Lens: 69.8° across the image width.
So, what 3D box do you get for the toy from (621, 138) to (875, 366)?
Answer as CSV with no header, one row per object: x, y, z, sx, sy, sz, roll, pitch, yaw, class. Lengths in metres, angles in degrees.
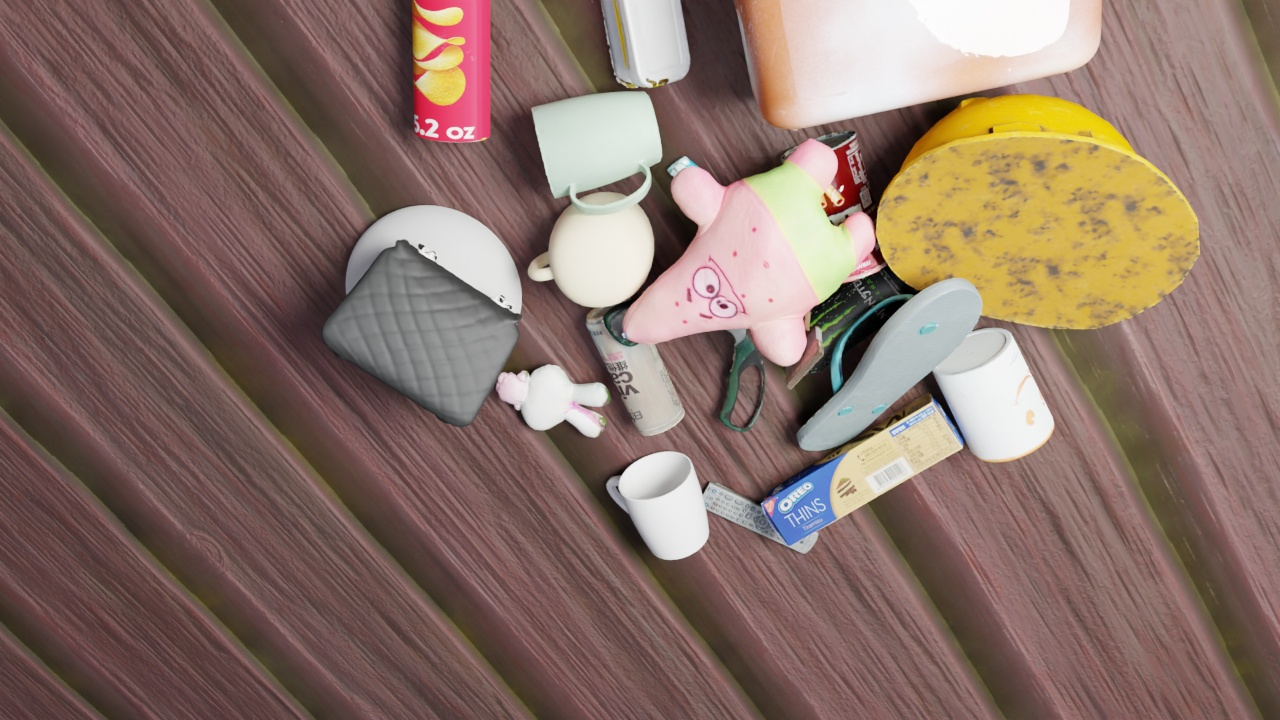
0.082,-0.080,0.792,0.237,0.096,0.192,-31,100,17,toy

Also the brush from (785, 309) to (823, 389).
0.150,-0.027,0.844,0.008,0.142,0.045,33,120,-10,brush

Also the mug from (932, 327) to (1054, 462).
0.340,0.033,0.890,0.082,0.082,0.105,-27,108,15,mug

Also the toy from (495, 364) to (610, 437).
-0.090,0.039,0.951,0.122,0.037,0.079,16,126,-3,toy

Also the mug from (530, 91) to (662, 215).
-0.034,-0.182,0.814,0.104,0.084,0.111,-13,72,-1,mug

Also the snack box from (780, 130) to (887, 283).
0.178,-0.138,0.832,0.072,0.072,0.121,-18,111,12,snack box

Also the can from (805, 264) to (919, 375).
0.201,-0.043,0.882,0.138,0.053,0.054,-39,106,19,can

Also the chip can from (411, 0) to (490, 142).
-0.162,-0.304,0.786,0.069,0.069,0.221,5,114,2,chip can

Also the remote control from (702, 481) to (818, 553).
0.129,0.172,1.004,0.136,0.013,0.033,25,113,-7,remote control

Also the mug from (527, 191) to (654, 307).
-0.049,-0.096,0.852,0.120,0.099,0.096,-13,112,10,mug

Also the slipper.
0.228,-0.001,0.866,0.098,0.054,0.270,-3,146,-22,slipper

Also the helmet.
0.329,-0.145,0.783,0.255,0.131,0.206,21,145,-11,helmet

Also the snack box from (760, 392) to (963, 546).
0.223,0.112,0.940,0.207,0.056,0.057,-34,86,18,snack box

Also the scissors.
0.059,-0.011,0.899,0.203,0.015,0.202,-5,117,-16,scissors

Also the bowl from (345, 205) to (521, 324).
-0.209,-0.059,0.900,0.176,0.066,0.177,2,114,4,bowl

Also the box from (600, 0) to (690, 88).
-0.005,-0.338,0.773,0.067,0.070,0.210,-17,113,-10,box

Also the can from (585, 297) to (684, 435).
-0.005,0.005,0.919,0.054,0.054,0.136,-20,111,12,can

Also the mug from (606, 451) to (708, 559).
0.015,0.155,0.979,0.114,0.080,0.088,3,125,37,mug

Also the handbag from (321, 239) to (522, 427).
-0.191,-0.028,0.842,0.153,0.115,0.125,34,88,-7,handbag

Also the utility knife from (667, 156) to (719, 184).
0.100,-0.132,0.871,0.176,0.015,0.022,38,112,-10,utility knife

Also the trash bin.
0.200,-0.286,0.708,0.260,0.181,0.157,-10,114,8,trash bin
